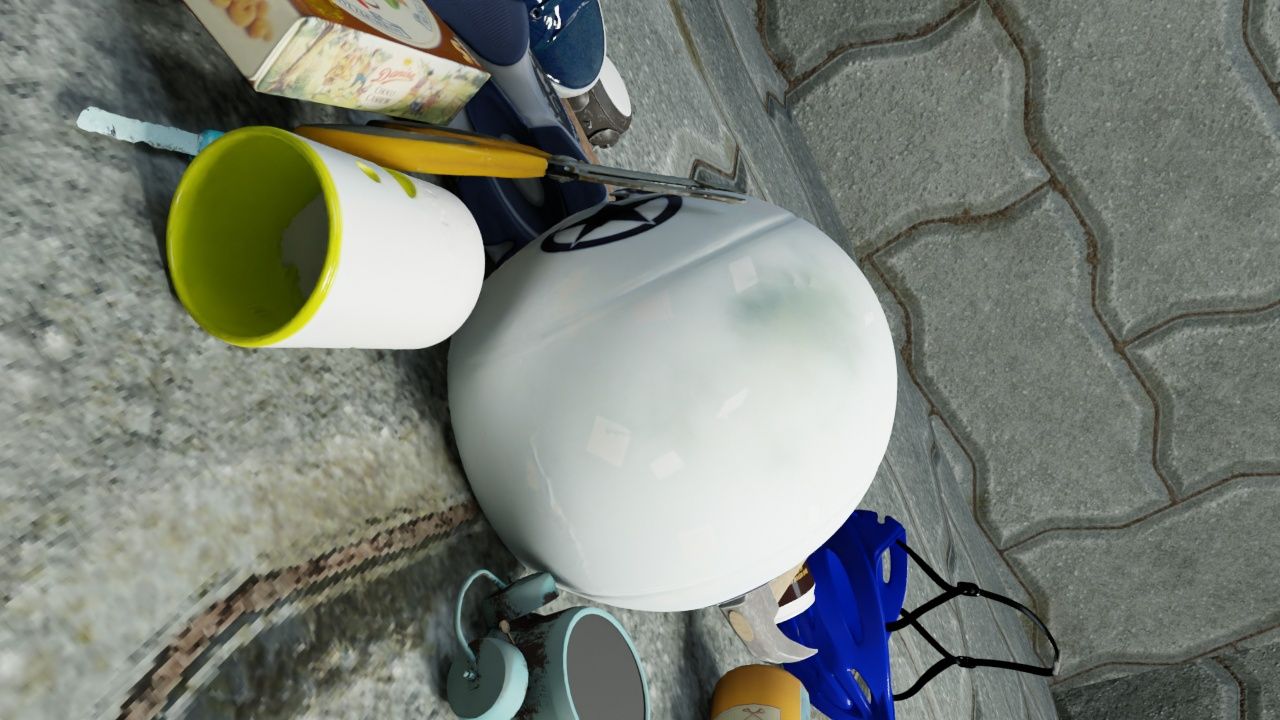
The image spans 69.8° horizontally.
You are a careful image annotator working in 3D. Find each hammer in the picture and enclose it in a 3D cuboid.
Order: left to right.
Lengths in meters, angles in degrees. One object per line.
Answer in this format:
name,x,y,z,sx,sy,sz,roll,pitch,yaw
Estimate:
hammer,0.142,0.122,0.742,0.330,0.031,0.119,-35,101,-56

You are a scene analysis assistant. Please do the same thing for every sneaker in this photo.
sneaker,-0.100,-0.179,0.604,0.269,0.103,0.132,63,7,-13
sneaker,-0.076,-0.297,0.601,0.120,0.127,0.295,-51,139,-21

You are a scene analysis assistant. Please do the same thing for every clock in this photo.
clock,-0.044,0.149,0.435,0.124,0.053,0.089,56,23,-21
clock,-0.041,-0.248,0.857,0.091,0.044,0.122,49,27,-40

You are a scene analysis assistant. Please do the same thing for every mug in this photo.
mug,-0.127,-0.045,0.388,0.106,0.083,0.082,2,67,-69

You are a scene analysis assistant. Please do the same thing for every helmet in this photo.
helmet,0.043,0.014,0.496,0.263,0.164,0.236,-23,99,-29
helmet,0.229,0.214,0.793,0.240,0.228,0.148,-85,163,-44

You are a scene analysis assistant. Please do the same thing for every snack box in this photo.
snack box,-0.162,-0.182,0.435,0.143,0.041,0.146,49,20,8

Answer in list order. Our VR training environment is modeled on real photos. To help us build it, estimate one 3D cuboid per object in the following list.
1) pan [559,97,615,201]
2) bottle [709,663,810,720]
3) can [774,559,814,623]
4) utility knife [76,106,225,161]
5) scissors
pan,-0.002,-0.090,0.804,0.357,0.040,0.207,56,24,-25
bottle,0.073,0.273,0.576,0.068,0.068,0.156,59,22,-22
can,0.087,0.141,0.738,0.128,0.072,0.071,68,21,1
utility knife,-0.177,-0.088,0.408,0.158,0.015,0.022,-8,99,-67
scissors,-0.058,-0.105,0.479,0.166,0.225,0.016,-119,-144,-70
